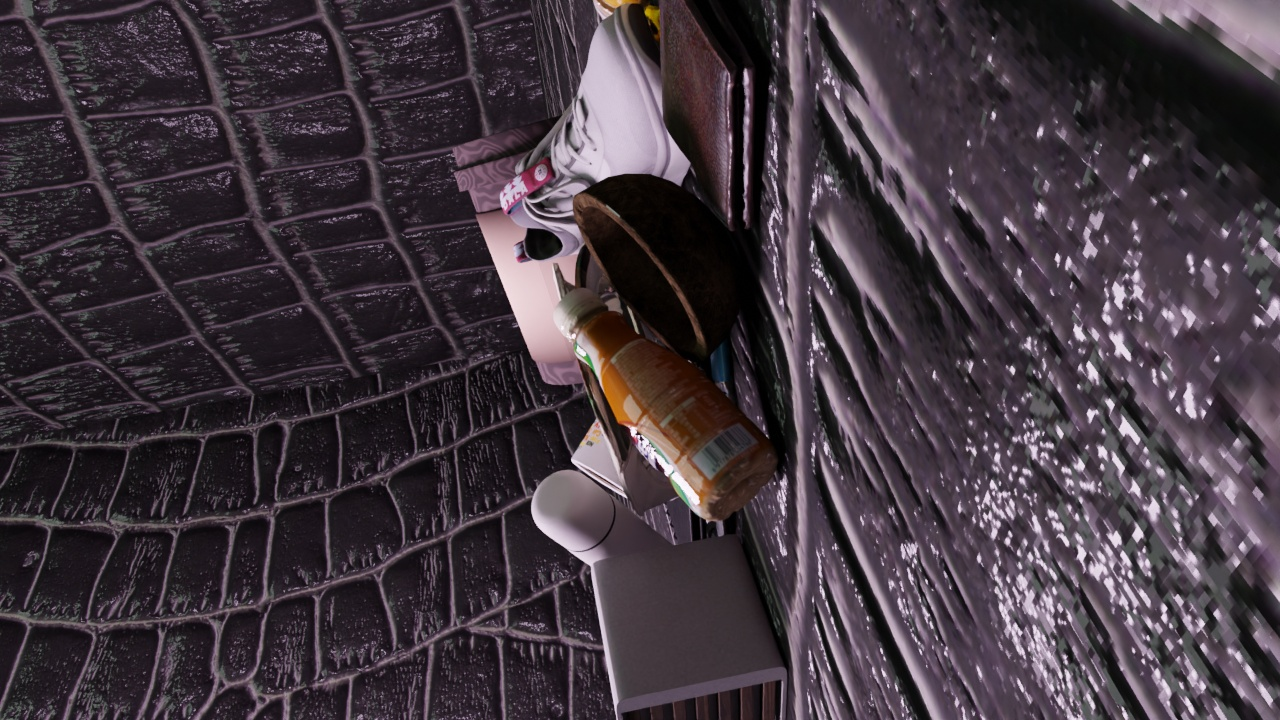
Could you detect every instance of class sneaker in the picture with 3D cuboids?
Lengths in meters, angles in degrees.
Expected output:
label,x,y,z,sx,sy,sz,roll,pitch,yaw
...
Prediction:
label,x,y,z,sx,sy,sz,roll,pitch,yaw
sneaker,-0.038,-0.143,0.644,0.263,0.128,0.096,102,147,-70

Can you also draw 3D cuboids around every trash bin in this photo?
label,x,y,z,sx,sy,sz,roll,pitch,yaw
trash bin,0.038,0.261,0.705,0.114,0.114,0.229,-106,8,-51

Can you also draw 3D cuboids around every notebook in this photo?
label,x,y,z,sx,sy,sz,roll,pitch,yaw
notebook,0.035,0.114,0.975,0.231,0.019,0.169,-109,11,-58

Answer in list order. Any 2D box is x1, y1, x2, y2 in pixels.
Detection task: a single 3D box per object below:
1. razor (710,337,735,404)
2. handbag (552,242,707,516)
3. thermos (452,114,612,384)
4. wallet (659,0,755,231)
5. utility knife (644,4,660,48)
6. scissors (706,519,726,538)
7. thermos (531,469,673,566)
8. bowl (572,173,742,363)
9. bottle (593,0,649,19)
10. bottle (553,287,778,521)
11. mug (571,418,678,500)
label,x,y,z,sx,sy,sz,roll,pitch,yaw
razor,0.049,-0.012,0.600,0.042,0.022,0.144,15,116,43
handbag,-0.004,0.004,0.687,0.199,0.093,0.200,57,-168,-65
thermos,-0.061,-0.106,0.847,0.172,0.172,0.226,-121,15,-75
wallet,0.035,-0.140,0.472,0.099,0.031,0.119,82,172,-49
utility knife,0.008,-0.237,0.653,0.206,0.018,0.030,-105,16,-67
scissors,0.066,0.164,0.748,0.148,0.019,0.132,117,142,-82
thermos,-0.010,0.151,0.729,0.224,0.052,0.052,48,-158,-48
bowl,0.020,-0.063,0.538,0.121,0.056,0.121,49,168,13
bottle,-0.007,-0.257,0.535,0.186,0.053,0.053,121,139,-82
bottle,0.007,0.019,0.546,0.167,0.059,0.059,46,159,26
mug,0.004,0.079,0.829,0.089,0.105,0.073,-58,-16,-11
